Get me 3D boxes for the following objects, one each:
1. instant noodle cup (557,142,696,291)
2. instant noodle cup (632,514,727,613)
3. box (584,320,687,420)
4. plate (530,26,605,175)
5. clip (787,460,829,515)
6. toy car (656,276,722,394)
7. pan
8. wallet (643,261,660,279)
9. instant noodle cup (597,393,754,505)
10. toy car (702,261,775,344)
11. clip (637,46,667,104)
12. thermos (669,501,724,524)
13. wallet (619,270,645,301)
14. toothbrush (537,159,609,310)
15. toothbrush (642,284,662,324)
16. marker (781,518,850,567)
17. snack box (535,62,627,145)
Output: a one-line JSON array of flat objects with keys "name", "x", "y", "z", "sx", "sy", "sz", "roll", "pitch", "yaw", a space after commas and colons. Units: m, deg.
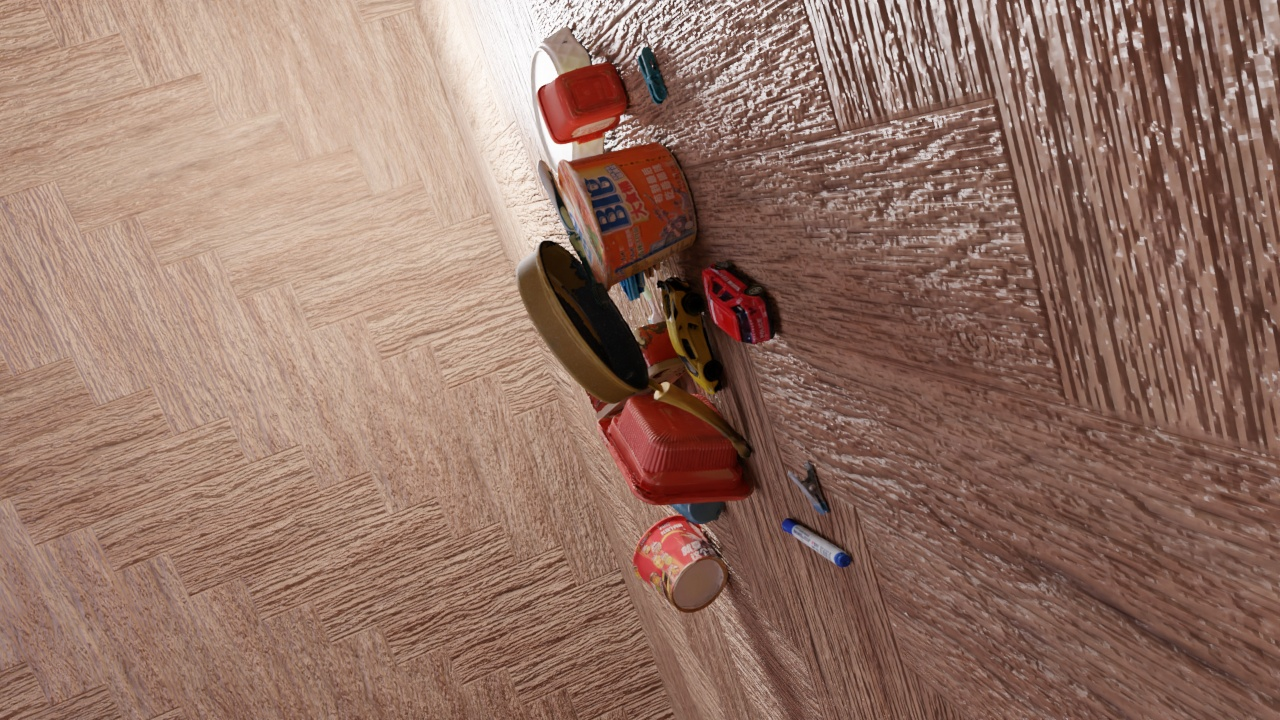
[{"name": "instant noodle cup", "x": -0.013, "y": -0.164, "z": 1.002, "sx": 0.151, "sy": 0.111, "sz": 0.151, "roll": 158, "pitch": 90, "yaw": -79}, {"name": "instant noodle cup", "x": 0.072, "y": 0.341, "z": 1.521, "sx": 0.108, "sy": 0.137, "sz": 0.138, "roll": 39, "pitch": 150, "yaw": 52}, {"name": "box", "x": -0.007, "y": 0.007, "z": 1.208, "sx": 0.169, "sy": 0.091, "sz": 0.078, "roll": -43, "pitch": 68, "yaw": 50}, {"name": "plate", "x": -0.099, "y": -0.329, "z": 1.215, "sx": 0.205, "sy": 0.045, "sz": 0.205, "roll": 165, "pitch": 90, "yaw": -73}, {"name": "clip", "x": 0.169, "y": 0.130, "z": 0.920, "sx": 0.057, "sy": 0.028, "sz": 0.024, "roll": 60, "pitch": 172, "yaw": -10}, {"name": "toy car", "x": 0.060, "y": -0.028, "z": 1.097, "sx": 0.071, "sy": 0.041, "sz": 0.156, "roll": -143, "pitch": 32, "yaw": -70}, {"name": "pan", "x": -0.001, "y": 0.005, "z": 1.039, "sx": 0.357, "sy": 0.078, "sz": 0.197, "roll": 50, "pitch": -164, "yaw": -23}, {"name": "wallet", "x": -0.009, "y": -0.183, "z": 1.169, "sx": 0.108, "sy": 0.031, "sz": 0.131, "roll": 89, "pitch": 159, "yaw": -58}, {"name": "instant noodle cup", "x": 0.046, "y": 0.104, "z": 1.162, "sx": 0.188, "sy": 0.164, "sz": 0.079, "roll": -126, "pitch": 41, "yaw": -51}, {"name": "toy car", "x": 0.089, "y": -0.056, "z": 0.894, "sx": 0.120, "sy": 0.045, "sz": 0.053, "roll": -126, "pitch": 19, "yaw": -59}, {"name": "clip", "x": 0.012, "y": -0.284, "z": 0.918, "sx": 0.041, "sy": 0.014, "sz": 0.056, "roll": 178, "pitch": 73, "yaw": -79}, {"name": "thermos", "x": 0.067, "y": 0.203, "z": 1.431, "sx": 0.220, "sy": 0.070, "sz": 0.070, "roll": -166, "pitch": 55, "yaw": -77}, {"name": "wallet", "x": -0.031, "y": -0.152, "z": 1.156, "sx": 0.106, "sy": 0.040, "sz": 0.133, "roll": -121, "pitch": 13, "yaw": -48}, {"name": "toothbrush", "x": -0.074, "y": -0.141, "z": 1.003, "sx": 0.191, "sy": 0.016, "sz": 0.018, "roll": 66, "pitch": 159, "yaw": 14}, {"name": "toothbrush", "x": -0.017, "y": -0.131, "z": 1.252, "sx": 0.189, "sy": 0.021, "sz": 0.029, "roll": 63, "pitch": -165, "yaw": -18}, {"name": "marker", "x": 0.185, "y": 0.192, "z": 0.972, "sx": 0.146, "sy": 0.017, "sz": 0.017, "roll": -163, "pitch": 52, "yaw": -76}, {"name": "snack box", "x": -0.065, "y": -0.299, "z": 1.065, "sx": 0.082, "sy": 0.091, "sz": 0.080, "roll": 70, "pitch": 162, "yaw": -6}]
